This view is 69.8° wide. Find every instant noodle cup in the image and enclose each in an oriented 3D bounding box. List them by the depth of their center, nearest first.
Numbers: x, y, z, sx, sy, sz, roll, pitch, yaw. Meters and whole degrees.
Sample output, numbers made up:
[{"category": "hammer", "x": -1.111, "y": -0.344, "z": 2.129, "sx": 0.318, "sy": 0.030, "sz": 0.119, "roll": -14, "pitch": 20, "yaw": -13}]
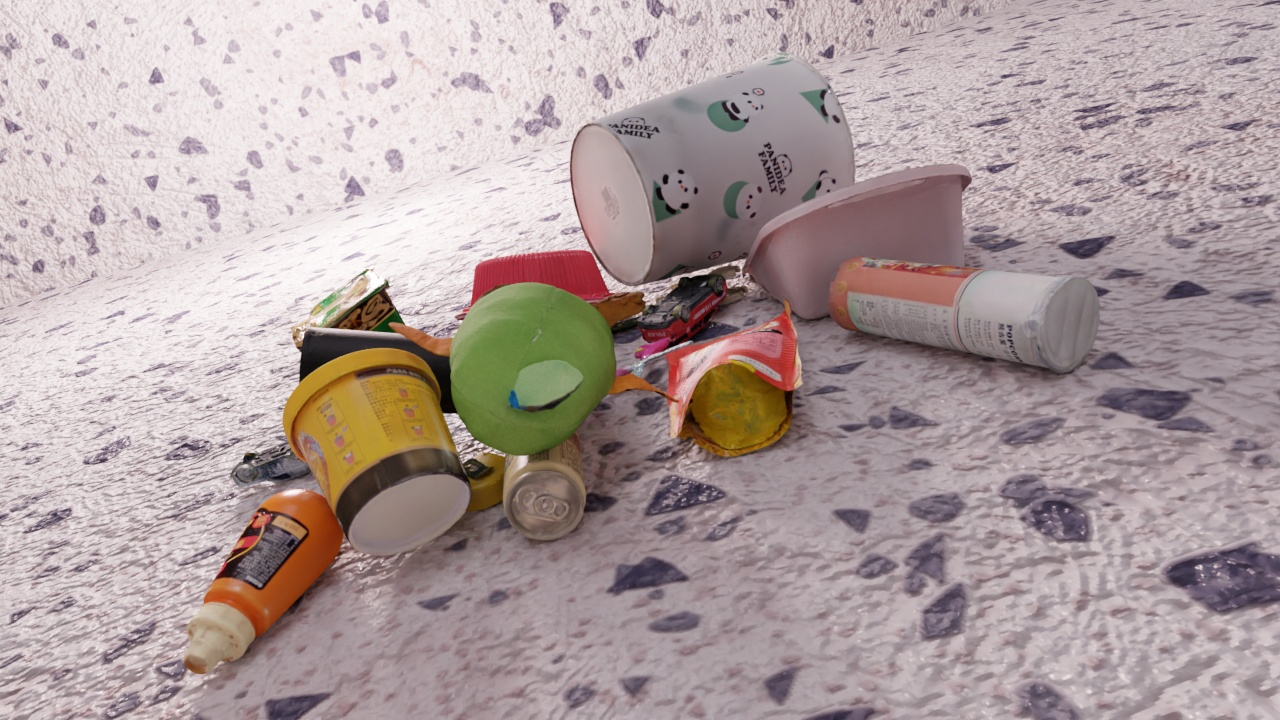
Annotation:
[{"category": "instant noodle cup", "x": -0.189, "y": 0.071, "z": 0.680, "sx": 0.118, "sy": 0.119, "sz": 0.114, "roll": -23, "pitch": 55, "yaw": -19}, {"category": "instant noodle cup", "x": -0.118, "y": -0.086, "z": 1.041, "sx": 0.194, "sy": 0.066, "sz": 0.194, "roll": -7, "pitch": 1, "yaw": 0}]

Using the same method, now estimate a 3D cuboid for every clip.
[{"category": "clip", "x": 0.069, "y": -0.078, "z": 1.024, "sx": 0.100, "sy": 0.034, "sz": 0.070, "roll": -13, "pitch": 20, "yaw": 31}]

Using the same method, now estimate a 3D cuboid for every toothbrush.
[{"category": "toothbrush", "x": -0.045, "y": -0.033, "z": 1.005, "sx": 0.186, "sy": 0.017, "sz": 0.012, "roll": -16, "pitch": 25, "yaw": -2}]

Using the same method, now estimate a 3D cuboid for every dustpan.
[{"category": "dustpan", "x": 0.218, "y": -0.145, "z": 0.932, "sx": 0.222, "sy": 0.139, "sz": 0.273, "roll": -16, "pitch": 22, "yaw": 0}]

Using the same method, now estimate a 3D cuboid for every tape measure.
[{"category": "tape measure", "x": -0.129, "y": 0.094, "z": 0.732, "sx": 0.057, "sy": 0.029, "sz": 0.059, "roll": 6, "pitch": 30, "yaw": 42}]

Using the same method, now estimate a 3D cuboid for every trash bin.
[{"category": "trash bin", "x": 0.073, "y": -0.206, "z": 1.039, "sx": 0.251, "sy": 0.230, "sz": 0.230, "roll": -22, "pitch": 22, "yaw": -24}]

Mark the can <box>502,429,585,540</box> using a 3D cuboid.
[{"category": "can", "x": -0.072, "y": 0.081, "z": 0.684, "sx": 0.058, "sy": 0.058, "sz": 0.116, "roll": -16, "pitch": 21, "yaw": -1}]

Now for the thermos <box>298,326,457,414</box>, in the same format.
[{"category": "thermos", "x": -0.162, "y": 0.016, "z": 0.784, "sx": 0.242, "sy": 0.068, "sz": 0.090, "roll": 4, "pitch": 19, "yaw": -11}]

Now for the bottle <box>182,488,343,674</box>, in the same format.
[{"category": "bottle", "x": -0.267, "y": 0.156, "z": 0.641, "sx": 0.067, "sy": 0.067, "sz": 0.149, "roll": -8, "pitch": 29, "yaw": 20}]

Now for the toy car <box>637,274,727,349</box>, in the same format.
[{"category": "toy car", "x": 0.046, "y": -0.052, "z": 0.950, "sx": 0.053, "sy": 0.045, "sz": 0.120, "roll": 6, "pitch": 35, "yaw": 39}]

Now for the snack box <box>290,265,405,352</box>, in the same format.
[{"category": "snack box", "x": -0.300, "y": -0.023, "z": 1.005, "sx": 0.117, "sy": 0.105, "sz": 0.118, "roll": -39, "pitch": 27, "yaw": -7}]

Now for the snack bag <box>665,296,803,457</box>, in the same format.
[{"category": "snack bag", "x": 0.077, "y": 0.006, "z": 0.768, "sx": 0.129, "sy": 0.073, "sz": 0.207, "roll": -26, "pitch": 14, "yaw": 11}]

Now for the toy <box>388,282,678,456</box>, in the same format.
[{"category": "toy", "x": -0.080, "y": -0.004, "z": 0.702, "sx": 0.227, "sy": 0.090, "sz": 0.246, "roll": 10, "pitch": 24, "yaw": 1}]

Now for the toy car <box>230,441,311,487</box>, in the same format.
[{"category": "toy car", "x": -0.343, "y": 0.096, "z": 0.872, "sx": 0.090, "sy": 0.034, "sz": 0.043, "roll": -20, "pitch": 24, "yaw": -5}]

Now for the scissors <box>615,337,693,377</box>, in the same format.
[{"category": "scissors", "x": -0.006, "y": 0.006, "z": 0.843, "sx": 0.134, "sy": 0.017, "sz": 0.133, "roll": -27, "pitch": 10, "yaw": 10}]

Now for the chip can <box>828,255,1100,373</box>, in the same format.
[{"category": "chip can", "x": 0.252, "y": -0.043, "z": 0.748, "sx": 0.071, "sy": 0.071, "sz": 0.215, "roll": -27, "pitch": 23, "yaw": -27}]
